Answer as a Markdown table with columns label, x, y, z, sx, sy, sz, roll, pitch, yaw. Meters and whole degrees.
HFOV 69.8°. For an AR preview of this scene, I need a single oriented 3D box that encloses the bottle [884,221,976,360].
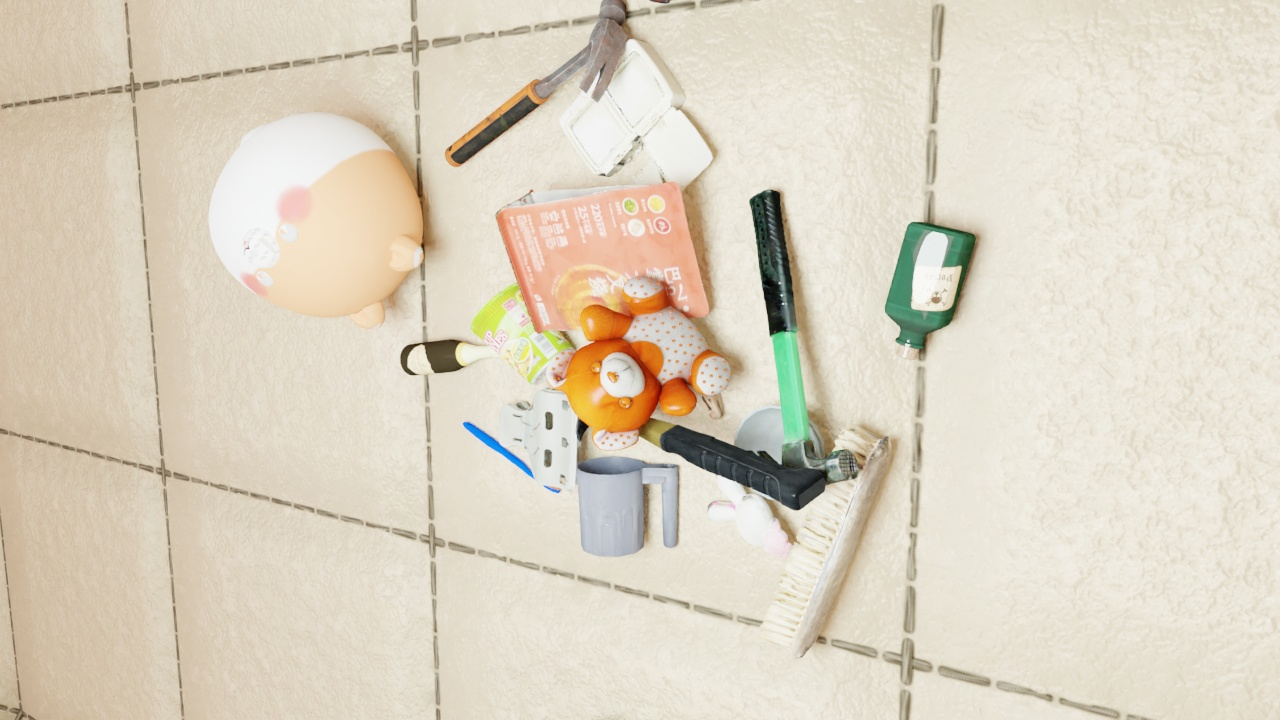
| label | x | y | z | sx | sy | sz | roll | pitch | yaw |
| --- | --- | --- | --- | --- | --- | --- | --- | --- | --- |
| bottle | 0.277 | -0.065 | 0.896 | 0.061 | 0.061 | 0.131 | 20 | 107 | 27 |

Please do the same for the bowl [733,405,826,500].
| label | x | y | z | sx | sy | sz | roll | pitch | yaw |
| --- | --- | --- | --- | --- | --- | --- | --- | --- | --- |
| bowl | 0.158 | 0.099 | 1.011 | 0.106 | 0.039 | 0.106 | 5 | 100 | 32 |

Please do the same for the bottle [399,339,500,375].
| label | x | y | z | sx | sy | sz | roll | pitch | yaw |
| --- | --- | --- | --- | --- | --- | --- | --- | --- | --- |
| bottle | -0.250 | -0.008 | 1.256 | 0.185 | 0.045 | 0.045 | -5 | 94 | 33 |

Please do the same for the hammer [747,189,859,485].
| label | x | y | z | sx | sy | sz | roll | pitch | yaw |
| --- | --- | --- | --- | --- | --- | --- | --- | --- | --- |
| hammer | 0.149 | -0.025 | 0.957 | 0.130 | 0.032 | 0.318 | -23 | 68 | 52 |

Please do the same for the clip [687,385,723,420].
| label | x | y | z | sx | sy | sz | roll | pitch | yaw |
| --- | --- | --- | --- | --- | --- | --- | --- | --- | --- |
| clip | 0.080 | 0.038 | 1.069 | 0.024 | 0.041 | 0.061 | -23 | 104 | 34 |

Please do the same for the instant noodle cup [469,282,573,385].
| label | x | y | z | sx | sy | sz | roll | pitch | yaw |
| --- | --- | --- | --- | --- | --- | --- | --- | --- | --- |
| instant noodle cup | -0.145 | -0.029 | 1.162 | 0.108 | 0.098 | 0.099 | 48 | 119 | 9 |

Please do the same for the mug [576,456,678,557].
| label | x | y | z | sx | sy | sz | roll | pitch | yaw |
| --- | --- | --- | --- | --- | --- | --- | --- | --- | --- |
| mug | -0.015 | 0.178 | 1.121 | 0.124 | 0.083 | 0.104 | 0 | 99 | 6 |

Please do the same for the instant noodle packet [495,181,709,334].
| label | x | y | z | sx | sy | sz | roll | pitch | yaw |
| --- | --- | --- | --- | --- | --- | --- | --- | --- | --- |
| instant noodle packet | -0.037 | -0.118 | 1.053 | 0.221 | 0.083 | 0.164 | 0 | 119 | 32 |

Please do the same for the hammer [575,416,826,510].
| label | x | y | z | sx | sy | sz | roll | pitch | yaw |
| --- | --- | --- | --- | --- | --- | --- | --- | --- | --- |
| hammer | 0.051 | 0.090 | 0.979 | 0.333 | 0.117 | 0.025 | 19 | 129 | 48 |

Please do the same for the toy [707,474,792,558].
| label | x | y | z | sx | sy | sz | roll | pitch | yaw |
| --- | --- | --- | --- | --- | --- | --- | --- | --- | --- |
| toy | 0.126 | 0.178 | 1.040 | 0.122 | 0.037 | 0.079 | 40 | 139 | 35 |

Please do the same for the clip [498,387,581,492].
| label | x | y | z | sx | sy | sz | roll | pitch | yaw |
| --- | --- | --- | --- | --- | --- | --- | --- | --- | --- |
| clip | -0.114 | 0.093 | 1.186 | 0.152 | 0.095 | 0.126 | 13 | 101 | 53 |

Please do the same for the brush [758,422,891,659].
| label | x | y | z | sx | sy | sz | roll | pitch | yaw |
| --- | --- | --- | --- | --- | --- | --- | --- | --- | --- |
| brush | 0.197 | 0.195 | 0.975 | 0.057 | 0.083 | 0.272 | 26 | 111 | 27 |

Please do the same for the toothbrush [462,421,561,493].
| label | x | y | z | sx | sy | sz | roll | pitch | yaw |
| --- | --- | --- | --- | --- | --- | --- | --- | --- | --- |
| toothbrush | -0.176 | 0.128 | 1.247 | 0.182 | 0.016 | 0.018 | 32 | 108 | 25 |

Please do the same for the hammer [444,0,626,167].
| label | x | y | z | sx | sy | sz | roll | pitch | yaw |
| --- | --- | --- | --- | --- | --- | --- | --- | --- | --- |
| hammer | -0.139 | -0.309 | 1.120 | 0.315 | 0.035 | 0.137 | -24 | 47 | 39 |

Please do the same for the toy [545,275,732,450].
| label | x | y | z | sx | sy | sz | roll | pitch | yaw |
| --- | --- | --- | --- | --- | --- | --- | --- | --- | --- |
| toy | -0.006 | 0.006 | 0.989 | 0.164 | 0.172 | 0.093 | 50 | 159 | 6 |

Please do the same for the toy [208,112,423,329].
| label | x | y | z | sx | sy | sz | roll | pitch | yaw |
| --- | --- | --- | --- | --- | --- | --- | --- | --- | --- |
| toy | -0.420 | -0.181 | 1.215 | 0.281 | 0.265 | 0.264 | 43 | 121 | 3 |

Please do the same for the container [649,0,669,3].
| label | x | y | z | sx | sy | sz | roll | pitch | yaw |
| --- | --- | --- | --- | --- | --- | --- | --- | --- | --- |
| container | 0.035 | -0.460 | 0.976 | 0.127 | 0.200 | 0.148 | -142 | 58 | -64 |

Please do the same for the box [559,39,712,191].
| label | x | y | z | sx | sy | sz | roll | pitch | yaw |
| --- | --- | --- | --- | --- | --- | --- | --- | --- | --- |
| box | -0.006 | -0.259 | 1.058 | 0.144 | 0.050 | 0.184 | -42 | 73 | 30 |
